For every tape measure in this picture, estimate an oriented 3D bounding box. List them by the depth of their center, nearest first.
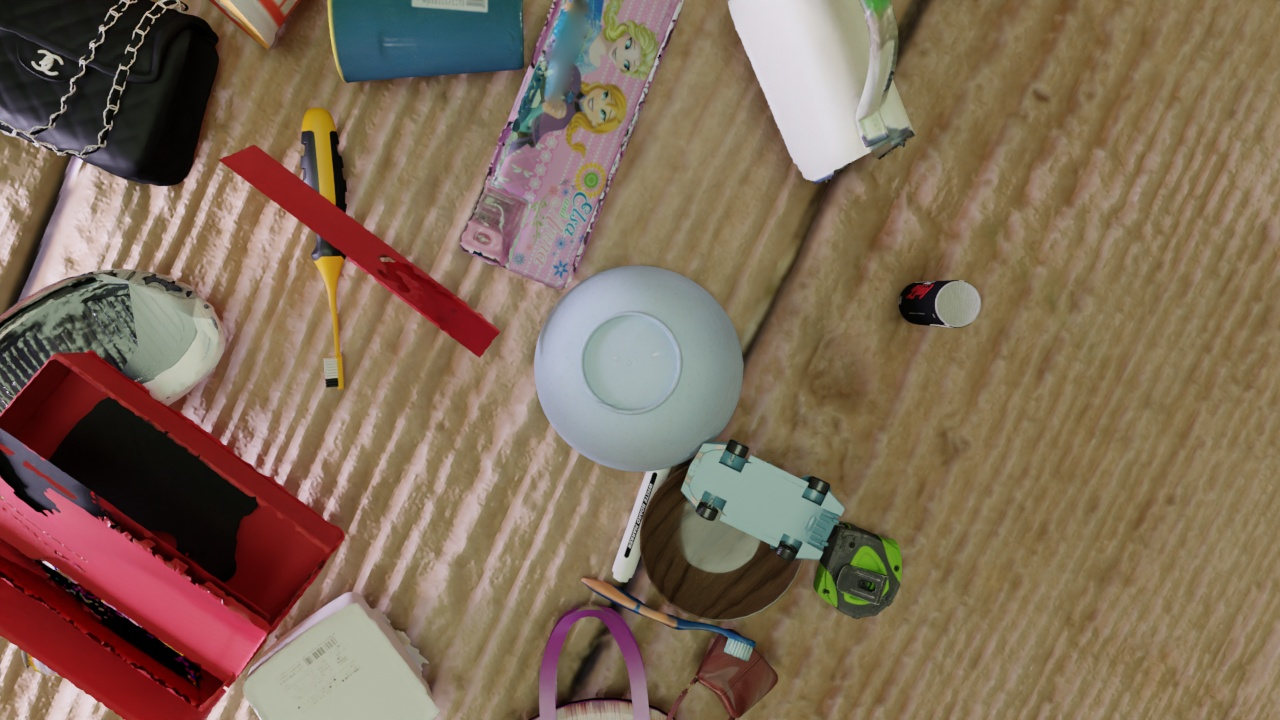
[{"bbox_3d":[0.161,0.156,0.673,0.058,0.036,0.065,13,94,-4],"label":"tape measure"}]

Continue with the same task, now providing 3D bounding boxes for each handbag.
[{"bbox_3d":[0.114,-0.192,0.573,0.074,0.176,0.151,-23,96,1],"label":"handbag"},{"bbox_3d":[-0.367,-0.197,0.587,0.153,0.114,0.125,23,91,0],"label":"handbag"},{"bbox_3d":[0.044,0.254,0.658,0.055,0.029,0.119,47,67,0],"label":"handbag"},{"bbox_3d":[-0.031,0.265,0.668,0.144,0.068,0.170,-4,88,-2],"label":"handbag"}]

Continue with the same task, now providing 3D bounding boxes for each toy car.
[{"bbox_3d":[0.083,0.094,0.636,0.108,0.027,0.060,26,93,1],"label":"toy car"}]

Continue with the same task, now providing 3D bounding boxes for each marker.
[{"bbox_3d":[0.005,0.099,0.672,0.020,0.017,0.133,20,94,17],"label":"marker"}]

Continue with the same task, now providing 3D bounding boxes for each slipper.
[{"bbox_3d":[-0.411,0.023,0.624,0.263,0.063,0.111,-33,93,-8],"label":"slipper"}]

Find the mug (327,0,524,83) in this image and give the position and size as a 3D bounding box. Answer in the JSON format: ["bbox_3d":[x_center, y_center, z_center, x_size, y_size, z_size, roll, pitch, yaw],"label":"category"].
[{"bbox_3d":[-0.139,-0.226,0.614,0.121,0.078,0.078,-2,95,-6],"label":"mug"}]

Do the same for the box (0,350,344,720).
[{"bbox_3d":[-0.374,0.199,0.498,0.213,0.128,0.423,39,54,-8],"label":"box"}]

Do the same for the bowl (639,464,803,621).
[{"bbox_3d":[0.058,0.127,0.669,0.119,0.032,0.119,0,95,-2],"label":"bowl"}]

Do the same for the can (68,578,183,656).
[{"bbox_3d":[-0.360,0.190,0.641,0.105,0.067,0.067,7,94,-2],"label":"can"}]

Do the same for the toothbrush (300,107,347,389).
[{"bbox_3d":[-0.219,-0.077,0.645,0.030,0.031,0.197,-6,100,-26],"label":"toothbrush"}]

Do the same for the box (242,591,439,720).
[{"bbox_3d":[-0.214,0.229,0.667,0.102,0.102,0.108,-37,101,-16],"label":"box"}]

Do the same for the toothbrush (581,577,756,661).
[{"bbox_3d":[0.018,0.187,0.667,0.135,0.021,0.017,19,71,9],"label":"toothbrush"}]

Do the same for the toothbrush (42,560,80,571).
[{"bbox_3d":[-0.385,0.147,0.663,0.186,0.016,0.015,-2,95,-2],"label":"toothbrush"}]

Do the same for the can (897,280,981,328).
[{"bbox_3d":[0.205,-0.039,0.636,0.031,0.080,0.031,0,94,-2],"label":"can"}]

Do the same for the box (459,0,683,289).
[{"bbox_3d":[-0.046,-0.167,0.625,0.084,0.063,0.230,22,93,-4],"label":"box"}]

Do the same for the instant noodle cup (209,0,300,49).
[{"bbox_3d":[-0.245,-0.290,0.586,0.123,0.123,0.121,42,84,-5],"label":"instant noodle cup"}]

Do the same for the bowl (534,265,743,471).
[{"bbox_3d":[-0.004,0.004,0.624,0.150,0.075,0.150,0,87,3],"label":"bowl"}]
